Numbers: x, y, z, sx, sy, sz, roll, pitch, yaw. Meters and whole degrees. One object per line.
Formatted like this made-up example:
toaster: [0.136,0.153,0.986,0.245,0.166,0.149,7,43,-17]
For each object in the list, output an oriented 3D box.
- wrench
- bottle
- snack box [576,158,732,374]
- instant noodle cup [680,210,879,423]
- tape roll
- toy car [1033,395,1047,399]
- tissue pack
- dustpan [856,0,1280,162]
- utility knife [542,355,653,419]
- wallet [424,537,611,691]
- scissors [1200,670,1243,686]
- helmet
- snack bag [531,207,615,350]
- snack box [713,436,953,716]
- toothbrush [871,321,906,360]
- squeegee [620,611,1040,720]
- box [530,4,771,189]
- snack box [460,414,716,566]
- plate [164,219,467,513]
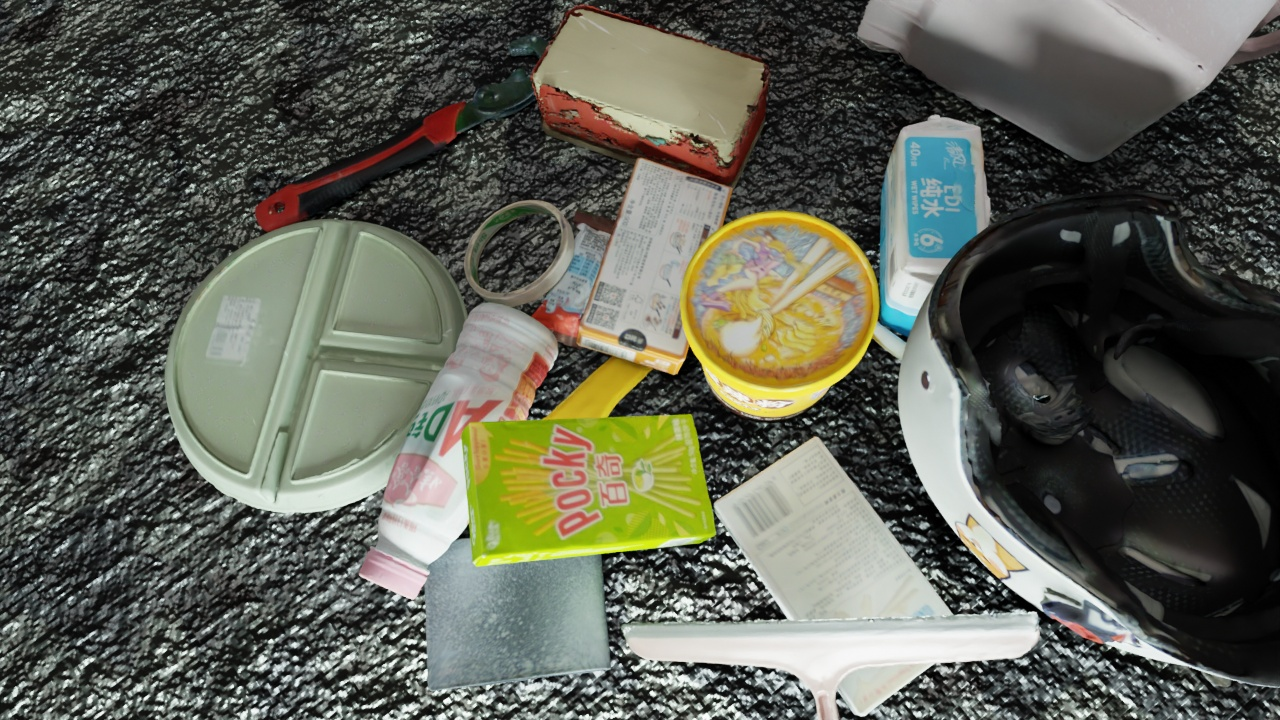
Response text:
wrench: [-0.183,-0.178,0.733,0.273,0.016,0.056,-33,69,-8]
bottle: [-0.123,0.059,0.612,0.068,0.068,0.196,21,72,12]
snack box: [0.012,-0.070,0.654,0.075,0.026,0.153,18,64,-1]
instant noodle cup: [0.086,-0.019,0.599,0.118,0.114,0.118,-1,70,4]
tape roll: [-0.090,-0.079,0.676,0.086,0.014,0.085,-10,61,19]
toy car: [0.291,-0.005,0.621,0.091,0.034,0.043,-26,73,9]
tissue pack: [0.201,-0.087,0.628,0.063,0.090,0.139,3,70,6]
dustpan: [0.305,-0.248,0.619,0.273,0.222,0.139,36,89,3]
utility knife: [-0.004,0.004,0.651,0.195,0.015,0.033,-42,77,-13]
wallet: [-0.082,0.160,0.601,0.121,0.019,0.097,-8,67,3]
scissors: [0.350,0.112,0.582,0.132,0.019,0.185,-37,73,-9]
helmet: [0.261,0.052,0.519,0.274,0.157,0.229,45,69,8]
snack bag: [-0.044,-0.060,0.672,0.048,0.026,0.104,19,71,2]
snack box: [0.125,0.134,0.587,0.084,0.027,0.156,-32,71,-8]
toothbrush: [0.135,-0.042,0.657,0.191,0.016,0.018,39,88,17]
squeegee: [0.112,0.273,0.527,0.248,0.040,0.249,-8,78,25]
box: [0.007,-0.201,0.691,0.168,0.080,0.091,21,72,12]
snack box: [-0.033,0.080,0.587,0.156,0.026,0.085,0,67,-23]
plate: [-0.238,-0.005,0.668,0.230,0.027,0.229,-2,69,4]
